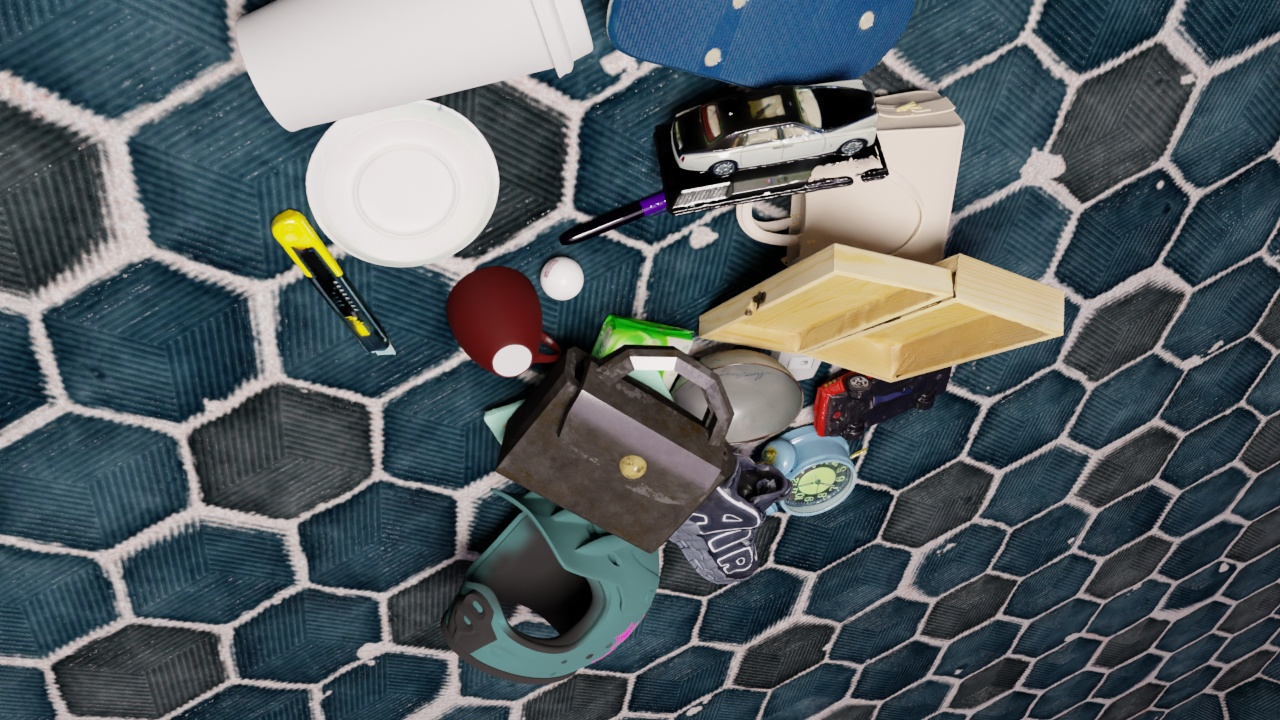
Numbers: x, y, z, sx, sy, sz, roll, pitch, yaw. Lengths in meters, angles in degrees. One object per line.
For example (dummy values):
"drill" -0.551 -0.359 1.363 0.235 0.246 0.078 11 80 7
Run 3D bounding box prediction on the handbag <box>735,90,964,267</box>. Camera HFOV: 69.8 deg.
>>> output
"handbag" 0.190 -0.151 0.880 0.198 0.101 0.195 -7 131 -2

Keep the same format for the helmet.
"helmet" -0.084 0.222 0.980 0.200 0.176 0.274 -54 152 7

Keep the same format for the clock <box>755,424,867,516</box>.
"clock" 0.193 0.140 1.134 0.162 0.060 0.118 -5 131 -15

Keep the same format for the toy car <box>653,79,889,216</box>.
"toy car" 0.109 -0.190 0.766 0.192 0.094 0.071 -9 158 1

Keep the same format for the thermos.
"thermos" -0.155 -0.235 0.638 0.222 0.131 0.132 -19 133 2

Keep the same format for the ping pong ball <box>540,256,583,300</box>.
"ping pong ball" -0.073 -0.076 0.852 0.040 0.040 0.040 -12 131 -14

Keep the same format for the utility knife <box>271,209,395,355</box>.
"utility knife" -0.263 -0.060 0.800 0.029 0.020 0.173 -26 134 0

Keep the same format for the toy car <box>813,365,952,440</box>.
"toy car" 0.291 0.033 1.090 0.189 0.056 0.082 -18 134 -18

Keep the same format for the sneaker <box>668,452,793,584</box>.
"sneaker" 0.114 0.174 1.066 0.151 0.097 0.252 -17 141 22

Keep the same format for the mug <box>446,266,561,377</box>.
"mug" -0.117 -0.022 0.845 0.114 0.088 0.087 25 115 -36

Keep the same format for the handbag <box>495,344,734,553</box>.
"handbag" -0.002 0.071 0.865 0.197 0.102 0.200 30 117 -16

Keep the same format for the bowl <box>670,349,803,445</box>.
"bowl" 0.099 0.029 0.990 0.150 0.056 0.151 -2 143 -2

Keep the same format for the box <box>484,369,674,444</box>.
"box" -0.050 0.070 0.947 0.187 0.052 0.139 -20 145 13

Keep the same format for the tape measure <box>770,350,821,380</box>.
"tape measure" 0.176 -0.004 1.033 0.062 0.020 0.060 -6 129 -19

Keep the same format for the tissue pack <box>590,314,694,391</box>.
"tissue pack" -0.006 0.006 0.955 0.099 0.034 0.114 9 122 -27

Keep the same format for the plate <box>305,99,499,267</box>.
"plate" -0.194 -0.141 0.763 0.156 0.014 0.157 -12 131 -14

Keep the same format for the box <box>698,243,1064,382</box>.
"box" 0.222 -0.041 0.892 0.253 0.068 0.247 6 165 -22

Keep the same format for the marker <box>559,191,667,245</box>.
"marker" -0.012 -0.133 0.848 0.134 0.015 0.018 -23 107 -4

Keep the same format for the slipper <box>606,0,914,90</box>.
"slipper" 0.095 -0.281 0.744 0.294 0.060 0.118 -6 133 -32
